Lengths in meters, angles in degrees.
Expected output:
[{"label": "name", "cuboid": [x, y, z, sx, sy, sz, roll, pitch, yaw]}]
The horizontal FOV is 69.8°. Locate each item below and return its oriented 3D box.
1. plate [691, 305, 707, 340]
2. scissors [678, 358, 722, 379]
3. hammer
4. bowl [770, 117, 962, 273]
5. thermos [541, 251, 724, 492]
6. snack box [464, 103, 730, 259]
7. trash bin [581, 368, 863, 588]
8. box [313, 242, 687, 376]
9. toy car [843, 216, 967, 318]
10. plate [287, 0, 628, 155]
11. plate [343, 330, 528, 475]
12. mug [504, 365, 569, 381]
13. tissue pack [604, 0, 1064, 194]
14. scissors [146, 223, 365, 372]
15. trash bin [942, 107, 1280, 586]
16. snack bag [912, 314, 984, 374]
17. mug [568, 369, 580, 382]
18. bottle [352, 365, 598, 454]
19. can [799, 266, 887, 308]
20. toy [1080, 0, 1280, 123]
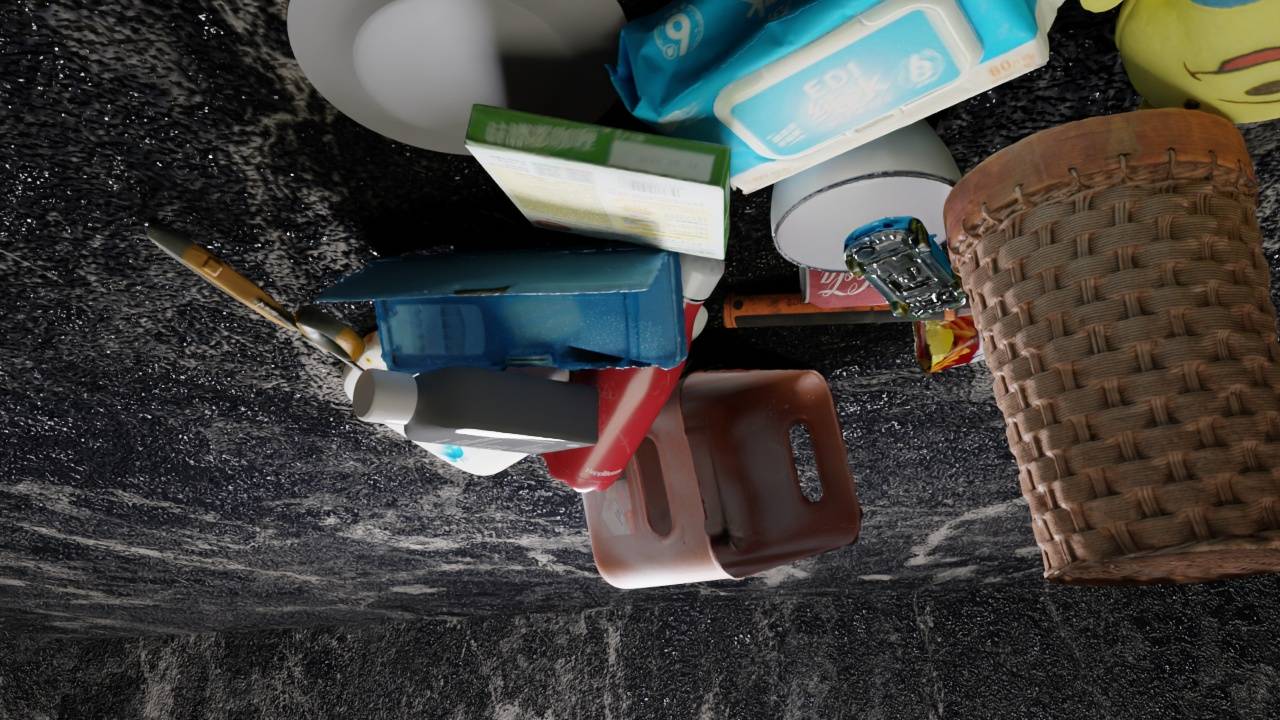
[{"label": "plate", "cuboid": [0.007, -0.025, 0.801, 0.104, 0.026, 0.104, -1, 158, -1]}, {"label": "scissors", "cuboid": [0.009, 0.024, 0.938, 0.147, 0.014, 0.142, -2, 160, 0]}, {"label": "hammer", "cuboid": [0.219, -0.033, 0.707, 0.315, 0.137, 0.035, -1, 157, 19]}, {"label": "bowl", "cuboid": [0.136, -0.108, 0.561, 0.116, 0.065, 0.116, -2, 157, -1]}, {"label": "thermos", "cuboid": [-0.004, 0.004, 0.726, 0.073, 0.073, 0.241, 10, 128, -28]}, {"label": "snack box", "cuboid": [-0.014, -0.097, 0.529, 0.132, 0.027, 0.168, 11, 175, 6]}, {"label": "trash bin", "cuboid": [0.076, 0.114, 0.894, 0.158, 0.181, 0.259, -19, 168, 40]}, {"label": "box", "cuboid": [-0.091, -0.025, 0.631, 0.232, 0.094, 0.112, 0, -162, 13]}, {"label": "toy car", "cuboid": [0.161, -0.059, 0.552, 0.048, 0.032, 0.105, -19, 147, 35]}, {"label": "plate", "cuboid": [-0.093, -0.158, 0.487, 0.178, 0.012, 0.179, -2, 158, -1]}, {"label": "plate", "cuboid": [-0.193, 0.050, 0.865, 0.187, 0.016, 0.187, 35, 148, -14]}, {"label": "mug", "cuboid": [-0.105, 0.003, 0.762, 0.087, 0.080, 0.114, -6, 120, -7]}, {"label": "tissue pack", "cuboid": [0.097, -0.157, 0.445, 0.210, 0.066, 0.117, -20, 153, 32]}, {"label": "scissors", "cuboid": [-0.242, -0.025, 0.656, 0.225, 0.016, 0.229, 41, 163, -33]}, {"label": "trash bin", "cuboid": [0.248, 0.001, 0.471, 0.151, 0.209, 0.151, -2, 160, -1]}, {"label": "snack bag", "cuboid": [0.338, -0.034, 0.769, 0.208, 0.066, 0.139, -10, 162, 12]}, {"label": "mug", "cuboid": [-0.079, 0.030, 0.870, 0.115, 0.080, 0.107, -6, 164, -31]}, {"label": "bottle", "cuboid": [-0.122, 0.035, 0.668, 0.173, 0.046, 0.084, 12, 163, -42]}, {"label": "can", "cuboid": [0.169, -0.068, 0.679, 0.096, 0.054, 0.054, -4, 158, 4]}, {"label": "toy", "cuboid": [0.273, -0.173, 0.396, 0.149, 0.084, 0.213, 6, 168, 42]}]
